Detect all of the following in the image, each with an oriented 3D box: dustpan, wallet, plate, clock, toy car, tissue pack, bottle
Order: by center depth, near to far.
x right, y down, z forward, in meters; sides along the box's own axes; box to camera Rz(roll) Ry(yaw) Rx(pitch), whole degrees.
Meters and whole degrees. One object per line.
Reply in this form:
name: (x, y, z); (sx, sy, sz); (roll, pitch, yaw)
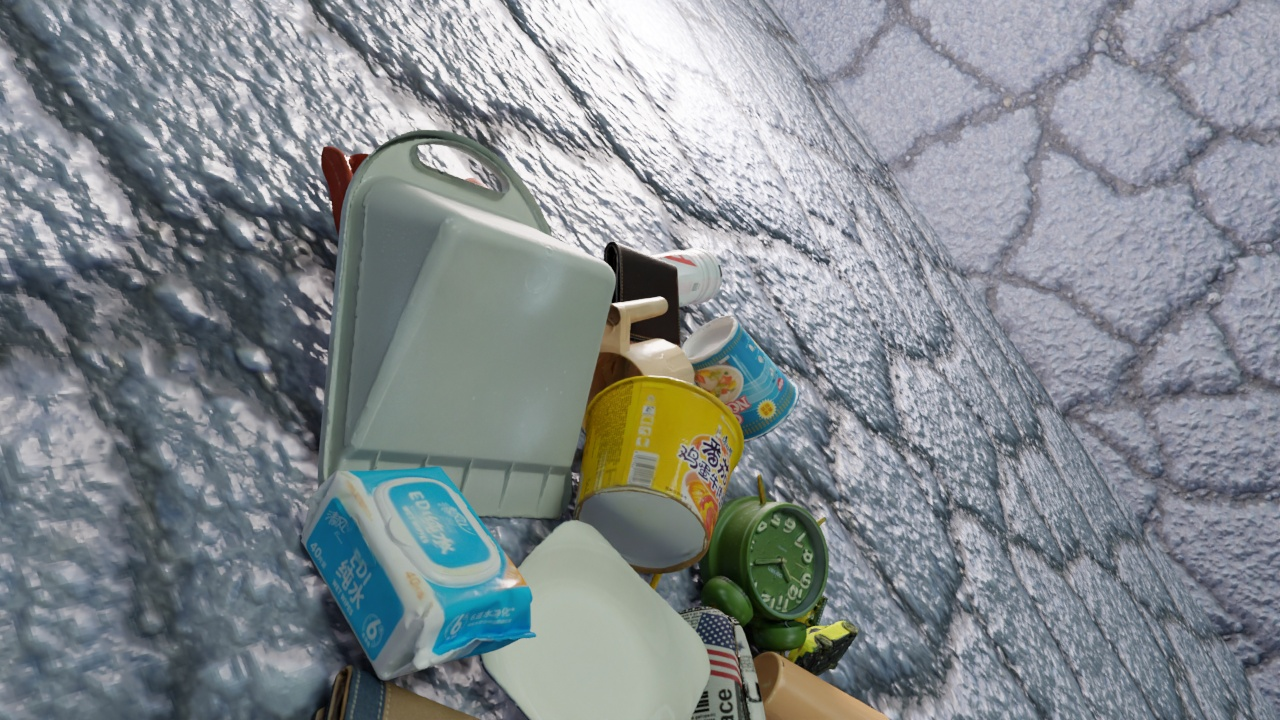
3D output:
wallet: (-0.125, 0.227, 0.502); (0.115, 0.033, 0.090); (34, 36, -30)
tissue pack: (-0.132, 0.122, 0.549); (0.089, 0.063, 0.140); (4, 36, -52)
plate: (-0.034, 0.207, 0.639); (0.164, 0.034, 0.163); (45, 33, 0)
dustpan: (-0.134, -0.031, 0.684); (0.143, 0.258, 0.222); (26, 9, 41)
clock: (0.109, 0.194, 0.816); (0.116, 0.056, 0.161); (34, 63, -26)
toy car: (0.169, 0.270, 0.862); (0.032, 0.048, 0.105); (37, 19, 33)
wallet: (0.005, -0.063, 0.935); (0.122, 0.020, 0.096); (11, 75, -56)
bottle: (0.021, -0.090, 1.040); (0.196, 0.068, 0.068); (-14, 69, -56)

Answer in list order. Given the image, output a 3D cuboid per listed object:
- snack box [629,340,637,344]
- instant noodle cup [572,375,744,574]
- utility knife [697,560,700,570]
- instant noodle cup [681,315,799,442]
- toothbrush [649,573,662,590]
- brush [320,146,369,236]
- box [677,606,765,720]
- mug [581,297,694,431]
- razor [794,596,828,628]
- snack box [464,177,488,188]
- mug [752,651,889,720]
snack box: (0.027, 0.034, 0.946); (0.075, 0.026, 0.153); (1, 56, -55)
instant noodle cup: (0.010, 0.099, 0.747); (0.138, 0.138, 0.109); (39, 39, -21)
utility knife: (0.059, 0.107, 0.874); (0.034, 0.018, 0.191); (21, 53, -43)
instant noodle cup: (0.099, 0.015, 0.974); (0.110, 0.099, 0.099); (52, 27, -23)
toothbrush: (0.029, 0.153, 0.788); (0.016, 0.018, 0.190); (35, 42, -5)
brush: (-0.212, -0.108, 0.727); (0.069, 0.063, 0.145); (26, 34, -60)
box: (0.050, 0.265, 0.690); (0.087, 0.076, 0.162); (13, 45, -17)
mug: (-0.005, 0.005, 0.848); (0.103, 0.084, 0.125); (-18, 112, -62)
razor: (0.127, 0.218, 0.875); (0.132, 0.028, 0.043); (38, 66, -26)
snack box: (-0.149, -0.102, 0.781); (0.080, 0.091, 0.081); (47, 39, 8)
mug: (0.140, 0.299, 0.761); (0.122, 0.078, 0.078); (37, 31, -14)
